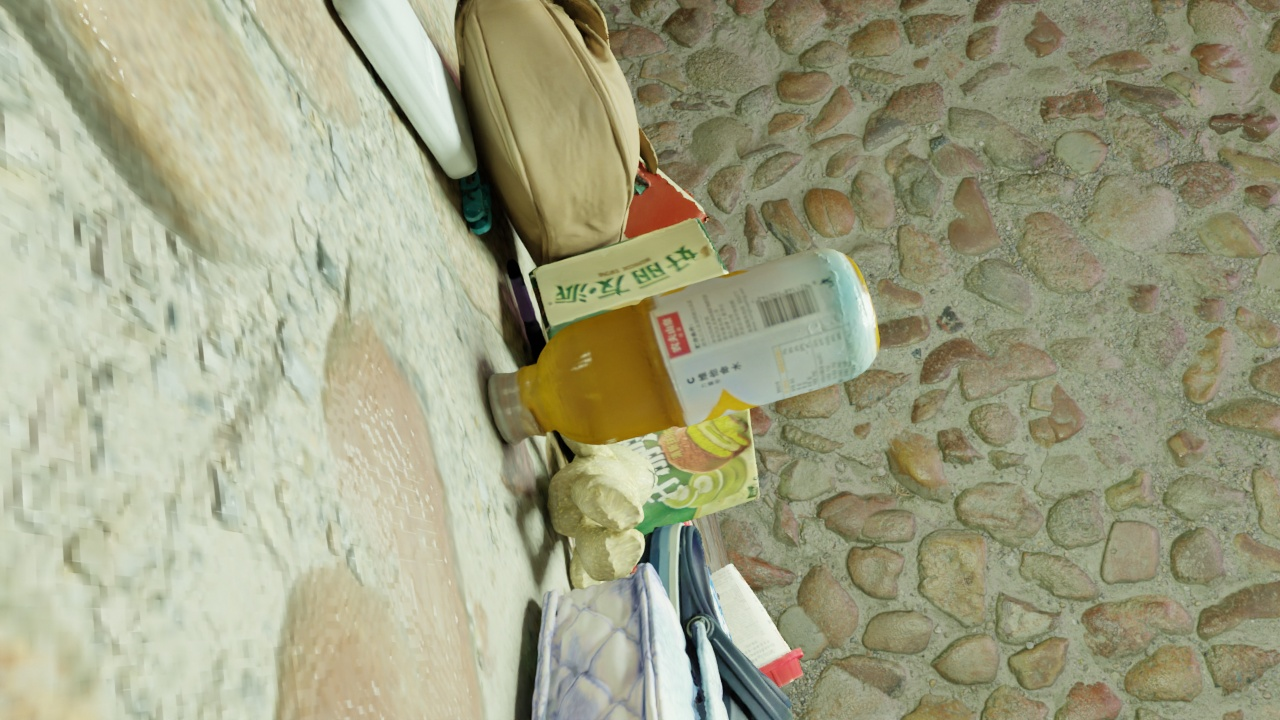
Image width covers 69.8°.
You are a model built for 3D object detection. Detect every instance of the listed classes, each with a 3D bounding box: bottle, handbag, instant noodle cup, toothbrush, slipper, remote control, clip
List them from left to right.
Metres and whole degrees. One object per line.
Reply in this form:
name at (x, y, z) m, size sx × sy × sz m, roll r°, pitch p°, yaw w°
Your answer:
remote control at (-0.113, -0.144, 0.445) m, size 0.136 × 0.020 × 0.055 m, roll 64°, pitch 10°, yaw -65°
clip at (-0.095, -0.094, 0.533) m, size 0.038 × 0.013 × 0.055 m, roll 68°, pitch 7°, yaw -48°
toothbrush at (-0.056, 0.026, 0.593) m, size 0.016 × 0.014 × 0.189 m, roll -38°, pitch 112°, yaw -72°
handbag at (-0.052, -0.140, 0.566) m, size 0.205 × 0.099 × 0.147 m, roll 133°, pitch -65°, yaw -81°
handbag at (0.006, 0.183, 0.369) m, size 0.193 × 0.075 × 0.134 m, roll -96°, pitch 169°, yaw -65°
bottle at (0.019, -0.001, 0.457) m, size 0.068 × 0.189 × 0.068 m, roll -14°, pitch 88°, yaw -87°
slipper at (0.051, 0.224, 0.600) m, size 0.105 × 0.095 × 0.252 m, roll 64°, pitch 15°, yaw -50°
instant noodle cup at (0.090, 0.279, 0.918) m, size 0.124 × 0.116 × 0.116 m, roll 63°, pitch 1°, yaw 21°

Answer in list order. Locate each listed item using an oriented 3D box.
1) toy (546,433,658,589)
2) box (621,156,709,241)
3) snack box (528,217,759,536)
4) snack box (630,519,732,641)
toy at (-0.019, 0.077, 0.506) m, size 0.157 × 0.066 × 0.105 m, roll -137°, pitch -144°, yaw -86°
box at (-0.024, -0.151, 0.717) m, size 0.168 × 0.079 × 0.091 m, roll 39°, pitch 11°, yaw -8°
snack box at (0.011, 0.024, 0.626) m, size 0.240 × 0.114 × 0.063 m, roll 76°, pitch -5°, yaw -47°
snack box at (0.034, 0.201, 0.786) m, size 0.058 × 0.057 × 0.208 m, roll -94°, pitch 167°, yaw -58°
